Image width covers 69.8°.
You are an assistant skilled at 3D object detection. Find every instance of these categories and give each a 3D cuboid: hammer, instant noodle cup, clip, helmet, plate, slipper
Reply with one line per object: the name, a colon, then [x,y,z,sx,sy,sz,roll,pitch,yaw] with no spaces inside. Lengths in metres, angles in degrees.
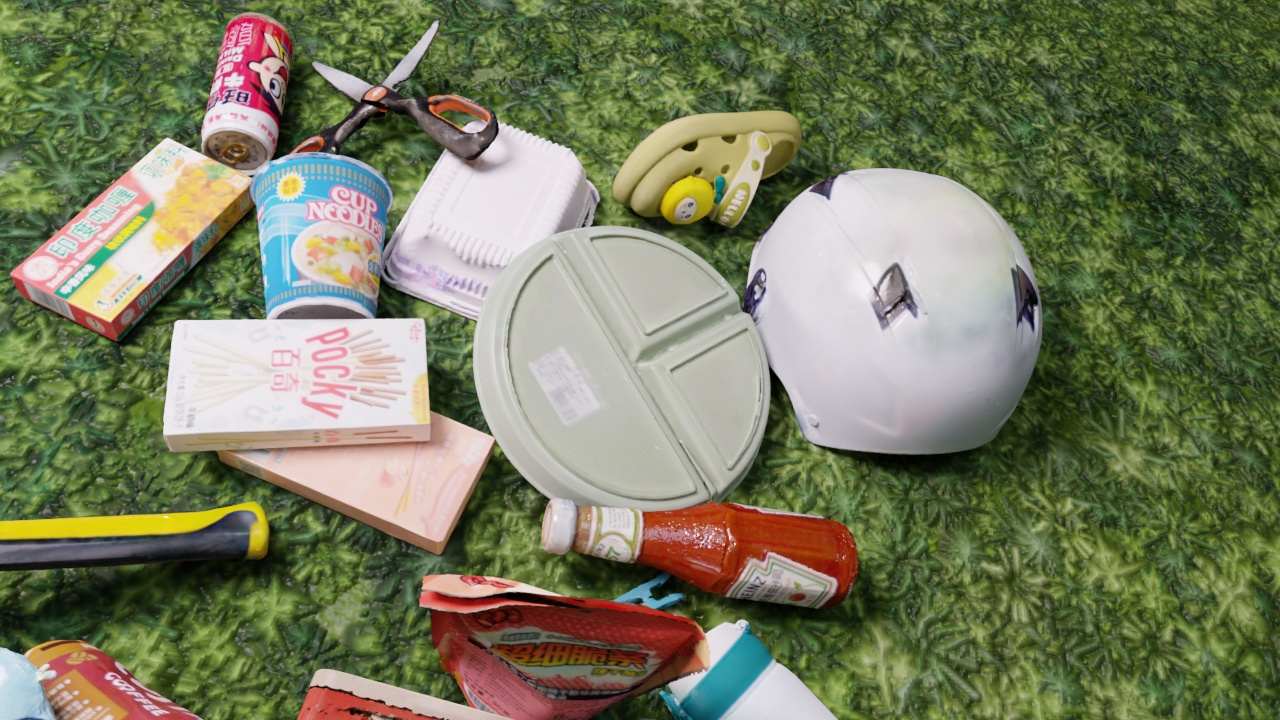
hammer: [-0.360,0.098,0.465,0.322,0.032,0.126,3,27,-34]
instant noodle cup: [-0.111,-0.116,0.718,0.138,0.060,0.173,20,56,-2]
clip: [0.001,0.157,0.597,0.056,0.014,0.046,-22,68,-28]
instant noodle cup: [-0.222,-0.071,0.643,0.099,0.099,0.109,-2,66,-16]
helmet: [0.205,-0.061,0.714,0.229,0.146,0.258,1,57,-15]
plate: [-0.004,0.004,0.653,0.230,0.028,0.229,9,66,-21]
slipper: [0.071,-0.159,0.778,0.190,0.092,0.081,-19,67,-29]

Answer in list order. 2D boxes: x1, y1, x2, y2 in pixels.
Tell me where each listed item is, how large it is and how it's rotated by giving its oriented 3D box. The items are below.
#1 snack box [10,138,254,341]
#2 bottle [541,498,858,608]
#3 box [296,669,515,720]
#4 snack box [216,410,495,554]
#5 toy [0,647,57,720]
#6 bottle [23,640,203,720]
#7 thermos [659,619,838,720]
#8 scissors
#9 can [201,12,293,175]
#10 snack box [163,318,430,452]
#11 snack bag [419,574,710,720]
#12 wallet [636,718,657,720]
snack box: [-0.353,-0.090,0.653,0.077,0.027,0.155,25,55,3]
bottle: [0.039,0.120,0.595,0.206,0.060,0.059,11,55,-15]
box: [-0.102,0.228,0.475,0.168,0.092,0.077,16,52,-4]
snack box: [-0.184,0.058,0.603,0.157,0.026,0.084,24,54,0]
toy: [-0.317,0.198,0.403,0.156,0.050,0.161,-31,75,-9]
bottle: [-0.240,0.191,0.438,0.175,0.057,0.057,14,49,30]
thermos: [0.107,0.251,0.534,0.224,0.073,0.073,44,57,15]
scissors: [-0.205,-0.199,0.729,0.221,0.022,0.229,15,60,24]
can: [-0.311,-0.212,0.728,0.053,0.053,0.132,3,57,-14]
snack box: [-0.216,0.014,0.590,0.156,0.027,0.084,-2,57,-16]
snack bag: [-0.048,0.152,0.469,0.128,0.208,0.073,14,60,-5]
wallet: [0.007,0.269,0.479,0.037,0.106,0.129,-4,50,23]
